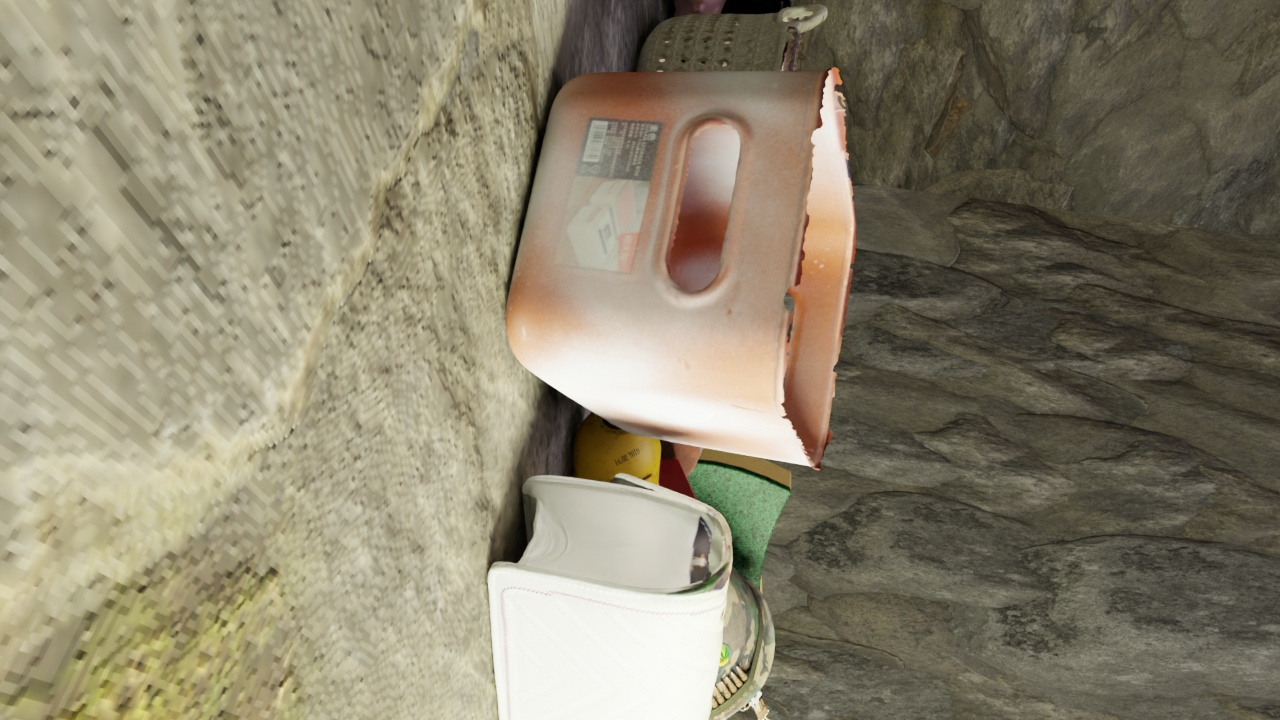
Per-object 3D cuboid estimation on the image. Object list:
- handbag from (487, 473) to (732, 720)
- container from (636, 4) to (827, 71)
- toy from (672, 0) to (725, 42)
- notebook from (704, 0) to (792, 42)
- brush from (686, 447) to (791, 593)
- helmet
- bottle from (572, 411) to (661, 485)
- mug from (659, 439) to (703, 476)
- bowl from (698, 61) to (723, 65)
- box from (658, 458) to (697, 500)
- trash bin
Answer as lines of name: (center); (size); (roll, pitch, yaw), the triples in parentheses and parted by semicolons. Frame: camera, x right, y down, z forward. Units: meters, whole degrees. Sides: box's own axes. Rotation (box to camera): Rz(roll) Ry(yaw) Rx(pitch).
handbag: (-0.016, 0.171, 0.594); (0.096, 0.142, 0.199); (-75, 171, -52)
container: (0.070, -0.181, 0.799); (0.184, 0.143, 0.252); (-71, 167, -59)
toy: (0.055, -0.340, 0.825); (0.095, 0.053, 0.099); (-80, -178, -76)
notebook: (0.094, -0.310, 0.942); (0.232, 0.019, 0.169); (89, -24, -55)
brush: (0.083, 0.242, 1.205); (0.075, 0.195, 0.250); (-54, 152, -74)
helmet: (0.051, 0.339, 1.074); (0.224, 0.193, 0.236); (-57, 135, -12)
bottle: (-0.019, 0.098, 0.737); (0.070, 0.071, 0.164); (-71, 168, -51)
mug: (0.025, 0.097, 0.992); (0.110, 0.096, 0.123); (-30, 124, -73)
bowl: (0.074, -0.237, 0.930); (0.144, 0.074, 0.144); (60, -16, 29)
box: (-0.009, 0.185, 0.897); (0.135, 0.117, 0.157); (-105, -163, -70)
trash bin: (0.040, -0.045, 0.565); (0.259, 0.157, 0.181); (40, 59, -68)
